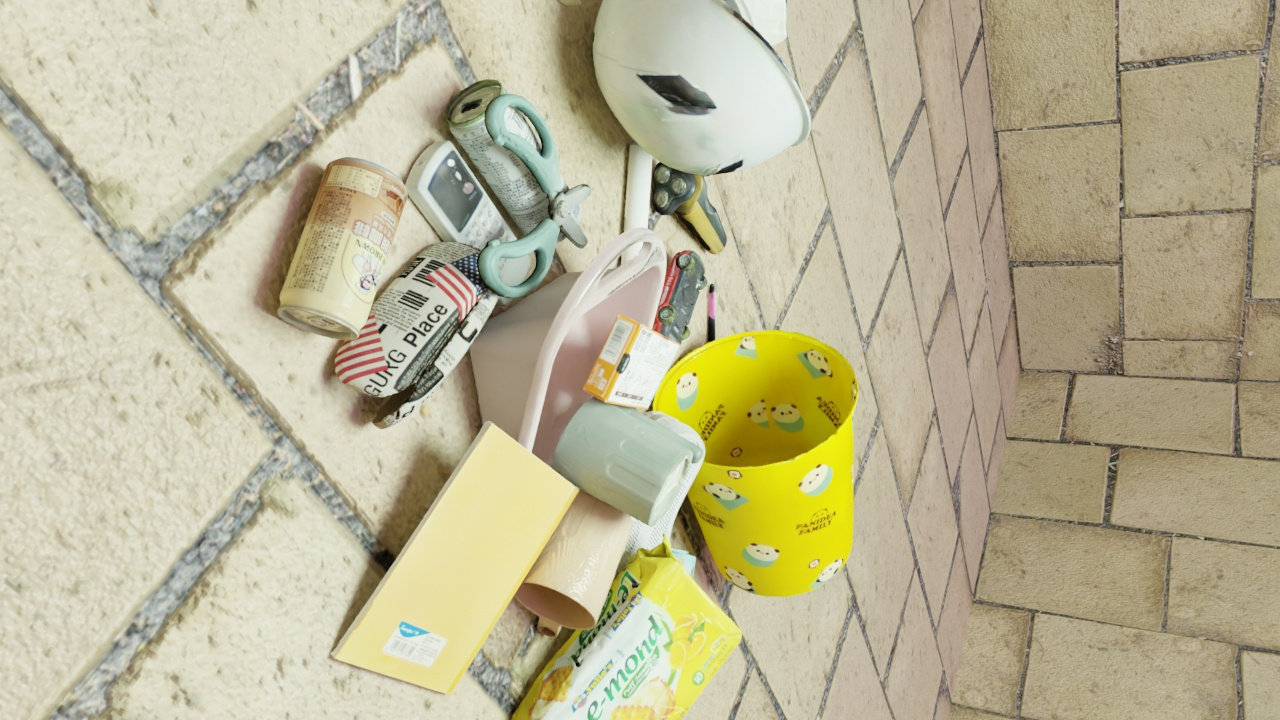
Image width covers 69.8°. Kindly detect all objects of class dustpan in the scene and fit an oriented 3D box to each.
[{"bbox_3d":[-0.043,0.020,0.833,0.221,0.139,0.274,-44,128,-50],"label":"dustpan"}]

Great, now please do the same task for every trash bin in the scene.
[{"bbox_3d":[0.154,0.132,1.101,0.228,0.230,0.255,-57,143,-41],"label":"trash bin"}]

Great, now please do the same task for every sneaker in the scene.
[{"bbox_3d":[-0.009,0.167,0.969,0.089,0.091,0.242,11,103,-32],"label":"sneaker"}]

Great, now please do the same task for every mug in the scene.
[{"bbox_3d":[-0.007,0.085,0.848,0.123,0.103,0.084,-34,147,-57],"label":"mug"},{"bbox_3d":[-0.064,0.195,0.870,0.125,0.084,0.103,104,9,-55],"label":"mug"}]

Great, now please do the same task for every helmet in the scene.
[{"bbox_3d":[0.040,-0.274,0.894,0.229,0.146,0.258,47,10,-50],"label":"helmet"}]

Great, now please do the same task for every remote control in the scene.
[{"bbox_3d":[-0.141,-0.113,0.772,0.150,0.021,0.058,58,45,-45],"label":"remote control"}]

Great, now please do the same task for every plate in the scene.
[{"bbox_3d":[0.070,-0.404,0.964,0.045,0.205,0.205,-44,140,-1],"label":"plate"}]

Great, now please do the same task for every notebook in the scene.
[{"bbox_3d":[-0.140,0.165,0.745,0.206,0.010,0.146,-58,142,-12],"label":"notebook"}]

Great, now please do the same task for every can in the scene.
[{"bbox_3d":[-0.204,-0.077,0.632,0.058,0.059,0.116,38,60,-54],"label":"can"},{"bbox_3d":[-0.106,-0.166,0.790,0.147,0.058,0.058,56,47,-45],"label":"can"}]

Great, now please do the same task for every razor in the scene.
[{"bbox_3d":[0.062,-0.173,1.086,0.067,0.062,0.167,-50,148,-2],"label":"razor"}]

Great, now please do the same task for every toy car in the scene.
[{"bbox_3d":[0.039,-0.071,1.051,0.053,0.045,0.120,51,55,-51],"label":"toy car"}]

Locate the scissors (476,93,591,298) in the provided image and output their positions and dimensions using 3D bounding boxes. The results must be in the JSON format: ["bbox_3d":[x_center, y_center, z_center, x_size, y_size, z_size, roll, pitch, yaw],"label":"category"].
[{"bbox_3d":[-0.091,-0.118,0.745,0.170,0.019,0.181,53,48,-51],"label":"scissors"}]

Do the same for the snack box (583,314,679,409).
[{"bbox_3d":[-0.005,0.005,0.859,0.075,0.026,0.153,-64,164,2],"label":"snack box"}]

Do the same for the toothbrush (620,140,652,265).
[{"bbox_3d":[-0.007,-0.126,0.990,0.026,0.026,0.221,17,77,-80],"label":"toothbrush"}]

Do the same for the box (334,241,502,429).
[{"bbox_3d":[-0.169,-0.030,0.703,0.087,0.076,0.162,49,50,-21],"label":"box"}]

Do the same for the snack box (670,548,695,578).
[{"bbox_3d":[0.020,0.299,1.027,0.074,0.052,0.174,43,54,-70],"label":"snack box"}]

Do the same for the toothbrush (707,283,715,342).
[{"bbox_3d":[0.089,-0.004,1.172,0.017,0.014,0.189,-4,95,-47],"label":"toothbrush"}]

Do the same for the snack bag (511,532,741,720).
[{"bbox_3d":[-0.014,0.309,0.911,0.246,0.068,0.158,-49,126,-15],"label":"snack bag"}]

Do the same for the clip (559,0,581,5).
[{"bbox_3d":[-0.085,-0.355,0.841,0.099,0.034,0.066,-19,107,-66],"label":"clip"}]
